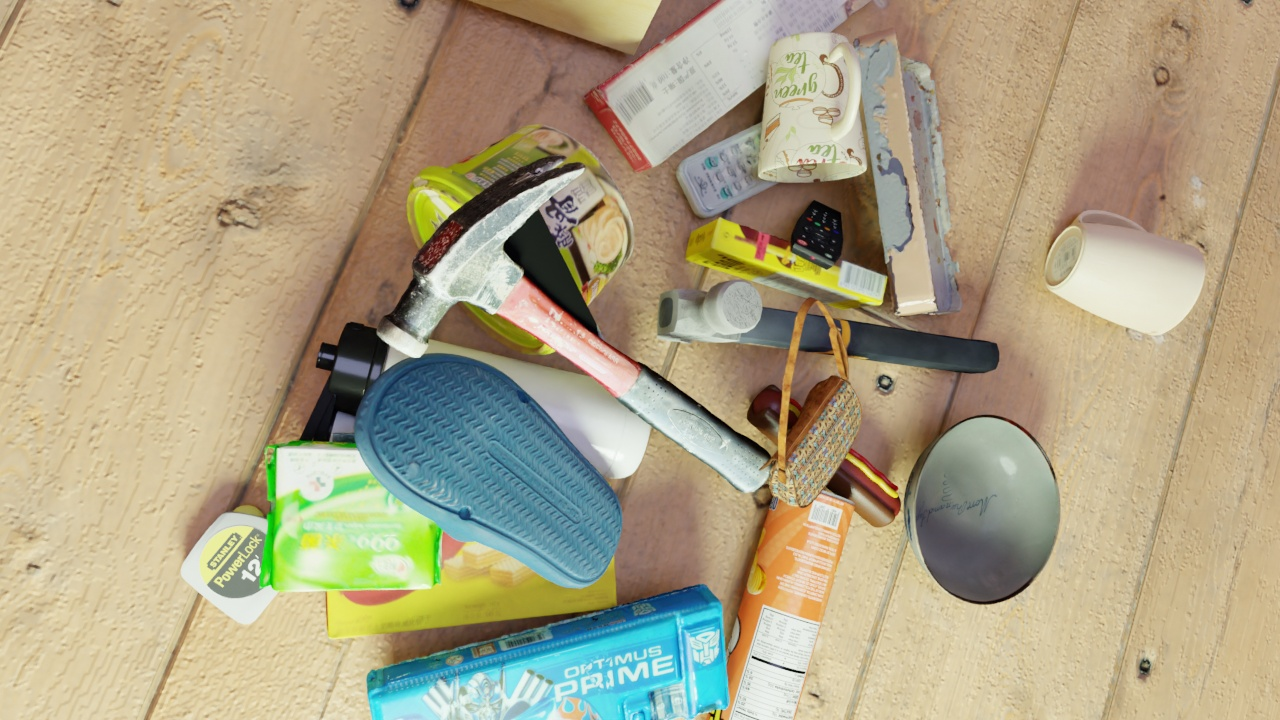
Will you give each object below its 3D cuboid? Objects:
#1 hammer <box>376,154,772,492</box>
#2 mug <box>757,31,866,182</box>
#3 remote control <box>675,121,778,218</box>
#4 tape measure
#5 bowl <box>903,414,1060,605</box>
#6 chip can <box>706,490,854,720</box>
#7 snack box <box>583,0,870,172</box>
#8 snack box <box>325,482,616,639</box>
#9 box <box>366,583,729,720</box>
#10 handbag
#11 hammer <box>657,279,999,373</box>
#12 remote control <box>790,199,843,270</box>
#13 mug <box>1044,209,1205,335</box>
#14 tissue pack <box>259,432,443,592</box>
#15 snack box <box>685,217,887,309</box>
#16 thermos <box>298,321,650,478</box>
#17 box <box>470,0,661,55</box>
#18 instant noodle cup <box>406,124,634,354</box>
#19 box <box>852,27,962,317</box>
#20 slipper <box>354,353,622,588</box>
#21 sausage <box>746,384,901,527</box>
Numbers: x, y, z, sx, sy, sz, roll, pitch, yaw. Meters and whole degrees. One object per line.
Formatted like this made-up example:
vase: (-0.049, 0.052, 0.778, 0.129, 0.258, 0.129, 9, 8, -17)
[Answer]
hammer: (-0.004, 0.004, 0.593, 0.326, 0.036, 0.140, 38, 88, -41)
mug: (0.132, -0.190, 0.673, 0.081, 0.122, 0.097, -2, 91, -10)
remote control: (0.091, -0.161, 0.738, 0.133, 0.022, 0.050, -29, 95, -17)
tape measure: (-0.265, 0.135, 0.616, 0.065, 0.017, 0.064, 40, 77, -11)
bowl: (0.270, 0.120, 0.759, 0.150, 0.057, 0.150, 1, 88, -20)
chip can: (0.105, 0.201, 0.703, 0.062, 0.062, 0.210, 20, 81, -15)
snack box: (0.081, -0.257, 0.731, 0.272, 0.044, 0.076, -40, 104, -14)
snack box: (-0.118, 0.135, 0.647, 0.200, 0.042, 0.092, -1, 88, -17)
box: (-0.062, 0.223, 0.644, 0.243, 0.066, 0.091, -10, 104, -17)
handbag: (0.110, 0.023, 0.624, 0.043, 0.196, 0.093, 27, 66, 29)
hammer: (0.157, -0.018, 0.707, 0.312, 0.139, 0.035, 7, 85, -27)
remote control: (0.138, -0.099, 0.710, 0.039, 0.124, 0.010, 26, 119, 3)
mug: (0.420, -0.088, 0.812, 0.104, 0.085, 0.111, 16, 54, -5)
tissue pack: (-0.180, 0.097, 0.587, 0.114, 0.034, 0.099, 3, 93, -15)
snack box: (0.114, -0.073, 0.721, 0.149, 0.061, 0.025, 16, 84, -16)
thermos: (-0.114, 0.043, 0.645, 0.229, 0.068, 0.101, 15, 96, -15)
box: (-0.093, -0.334, 0.636, 0.248, 0.141, 0.148, 13, 76, -16)
instant noodle cup: (-0.077, -0.086, 0.624, 0.097, 0.146, 0.146, -43, 100, -25)
box: (0.218, -0.143, 0.737, 0.156, 0.063, 0.216, -8, 89, -50)
slipper: (-0.091, 0.072, 0.587, 0.213, 0.059, 0.103, 41, 58, -34)
sausage: (0.150, 0.077, 0.735, 0.155, 0.040, 0.040, 40, 77, -12)
